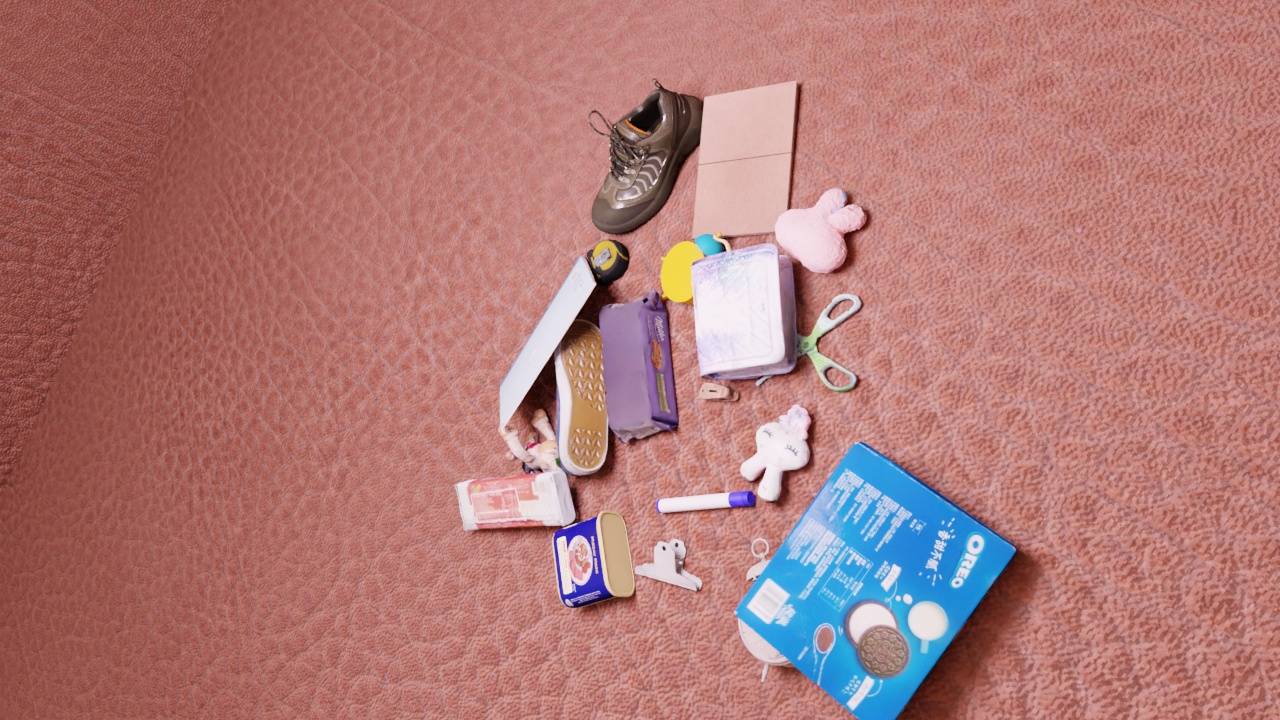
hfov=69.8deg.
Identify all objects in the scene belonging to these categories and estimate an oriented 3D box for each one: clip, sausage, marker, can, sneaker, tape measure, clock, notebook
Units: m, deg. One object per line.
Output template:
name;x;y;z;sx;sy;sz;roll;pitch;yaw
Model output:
clip;0.041;0.262;1.200;0.102;0.045;0.055;6;88;39
sausage;-0.135;0.189;1.355;0.155;0.020;0.020;38;102;39
marker;0.082;0.183;1.184;0.142;0.020;0.020;-12;70;37
can;-0.066;0.274;1.253;0.092;0.056;0.116;-25;63;32
sneaker;-0.013;-0.293;1.312;0.238;0.142;0.101;-54;52;14
sneaker;-0.086;0.058;1.330;0.079;0.087;0.235;130;141;-62
tape measure;-0.049;-0.151;1.372;0.061;0.034;0.061;-37;58;23
clock;0.156;0.284;1.069;0.104;0.061;0.156;-28;63;29
clip;0.100;0.043;1.202;0.059;0.052;0.026;15;87;13
clock;0.076;-0.121;1.257;0.130;0.043;0.099;-6;80;46
notebook;0.142;-0.272;1.256;0.142;0.008;0.209;0;80;33
notebook;-0.144;-0.032;1.369;0.254;0.009;0.181;-57;18;12

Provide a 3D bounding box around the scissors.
scissors;0.211;-0.022;1.145;0.171;0.023;0.172;40;109;37

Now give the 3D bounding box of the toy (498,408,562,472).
toy;-0.152;0.132;1.349;0.106;0.085;0.074;39;124;30

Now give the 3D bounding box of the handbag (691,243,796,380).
handbag;0.130;-0.059;1.163;0.127;0.069;0.158;-8;77;27

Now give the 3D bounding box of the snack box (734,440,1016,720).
snack box;0.246;0.236;0.974;0.195;0.056;0.239;36;92;28

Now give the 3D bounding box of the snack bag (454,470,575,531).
snack bag;-0.189;0.210;1.358;0.226;0.041;0.077;-12;91;43

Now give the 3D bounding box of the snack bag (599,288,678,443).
snack bag;-0.007;0.007;1.277;0.097;0.058;0.205;-19;69;35

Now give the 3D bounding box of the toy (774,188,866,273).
toy;0.228;-0.165;1.147;0.105;0.053;0.108;-44;54;8

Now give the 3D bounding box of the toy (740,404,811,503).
toy;0.168;0.110;1.124;0.079;0.038;0.123;36;98;46
